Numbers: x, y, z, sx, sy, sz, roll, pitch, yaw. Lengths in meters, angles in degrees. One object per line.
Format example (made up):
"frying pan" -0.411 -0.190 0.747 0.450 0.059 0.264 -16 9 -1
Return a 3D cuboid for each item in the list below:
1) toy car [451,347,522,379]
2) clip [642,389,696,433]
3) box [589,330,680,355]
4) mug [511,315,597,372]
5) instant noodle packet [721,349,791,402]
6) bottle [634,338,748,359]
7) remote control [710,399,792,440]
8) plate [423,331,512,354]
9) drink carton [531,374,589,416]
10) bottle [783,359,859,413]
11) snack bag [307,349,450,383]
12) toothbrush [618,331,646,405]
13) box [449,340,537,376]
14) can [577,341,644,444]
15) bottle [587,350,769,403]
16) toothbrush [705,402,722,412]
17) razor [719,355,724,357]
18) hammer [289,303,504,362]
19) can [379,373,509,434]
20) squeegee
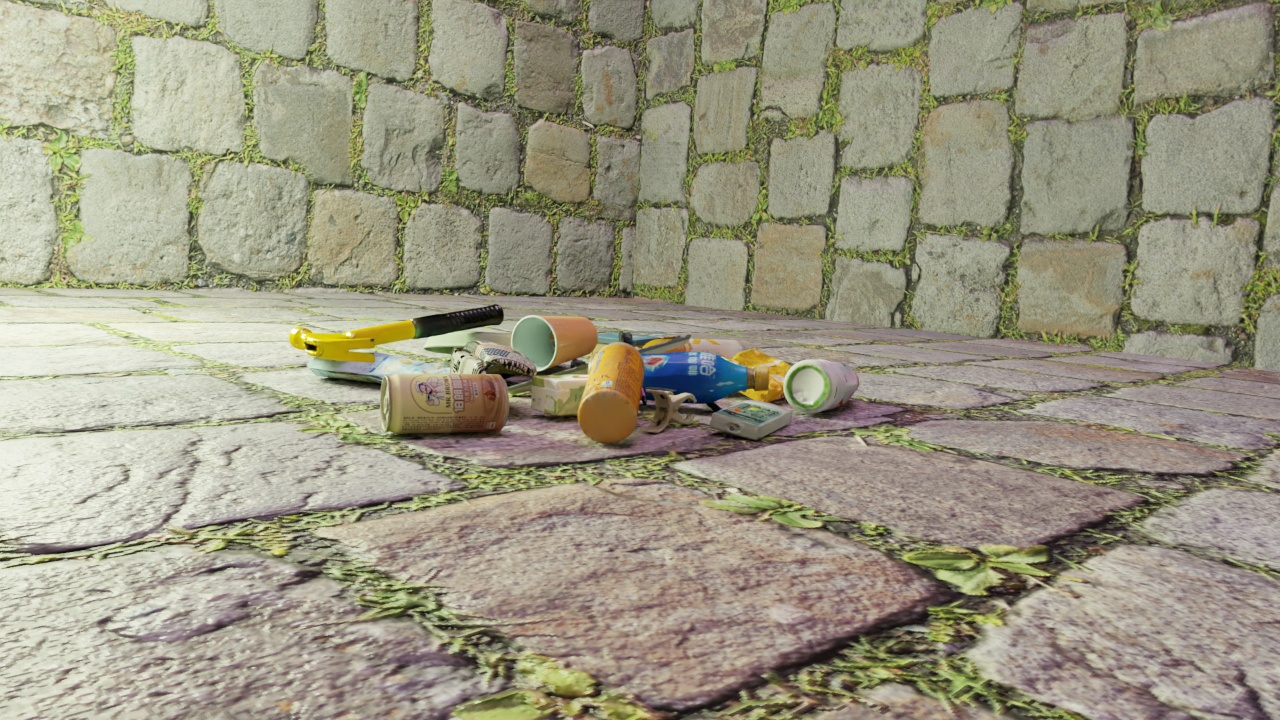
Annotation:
"toy car" -0.210 0.006 1.263 0.070 0.042 0.158 4 0 -29
"clip" 0.029 0.052 1.006 0.035 0.072 0.100 7 5 25
"box" -0.010 -0.013 1.469 0.090 0.062 0.184 6 5 27
"mug" -0.117 -0.029 1.311 0.078 0.078 0.122 7 9 29
"instant noodle packet" 0.164 0.022 1.269 0.111 0.044 0.128 25 19 29
"bottle" 0.068 0.001 1.353 0.189 0.068 0.068 1 7 -20
"remote control" 0.126 0.064 1.023 0.056 0.019 0.135 14 10 24
"plate" -0.219 -0.022 1.420 0.230 0.027 0.230 2 -5 0
"drink carton" -0.061 0.040 1.042 0.122 0.045 0.054 -2 8 -42
"bottle" 0.250 0.032 1.218 0.068 0.068 0.196 7 3 27
"snack bag" -0.322 0.012 1.181 0.191 0.039 0.110 7 4 21
"toothbrush" -0.006 0.006 1.067 0.017 0.014 0.189 2 25 -11
"box" -0.171 0.015 1.051 0.086 0.075 0.162 -6 7 -18
"can" -0.028 0.030 0.945 0.058 0.058 0.145 4 21 2
"bottle" 0.047 0.022 1.122 0.219 0.065 0.065 1 6 8
"toothbrush" 0.090 0.058 1.132 0.014 0.016 0.189 7 9 -10
"razor" 0.059 0.014 1.299 0.142 0.043 0.022 -10 45 -21
"hammer" -0.311 -0.042 1.248 0.129 0.033 0.299 15 20 40
"can" -0.191 0.042 0.894 0.116 0.058 0.058 1 7 -24
"squeegee" -0.072 0.017 1.283 0.246 0.039 0.247 -16 4 -12
